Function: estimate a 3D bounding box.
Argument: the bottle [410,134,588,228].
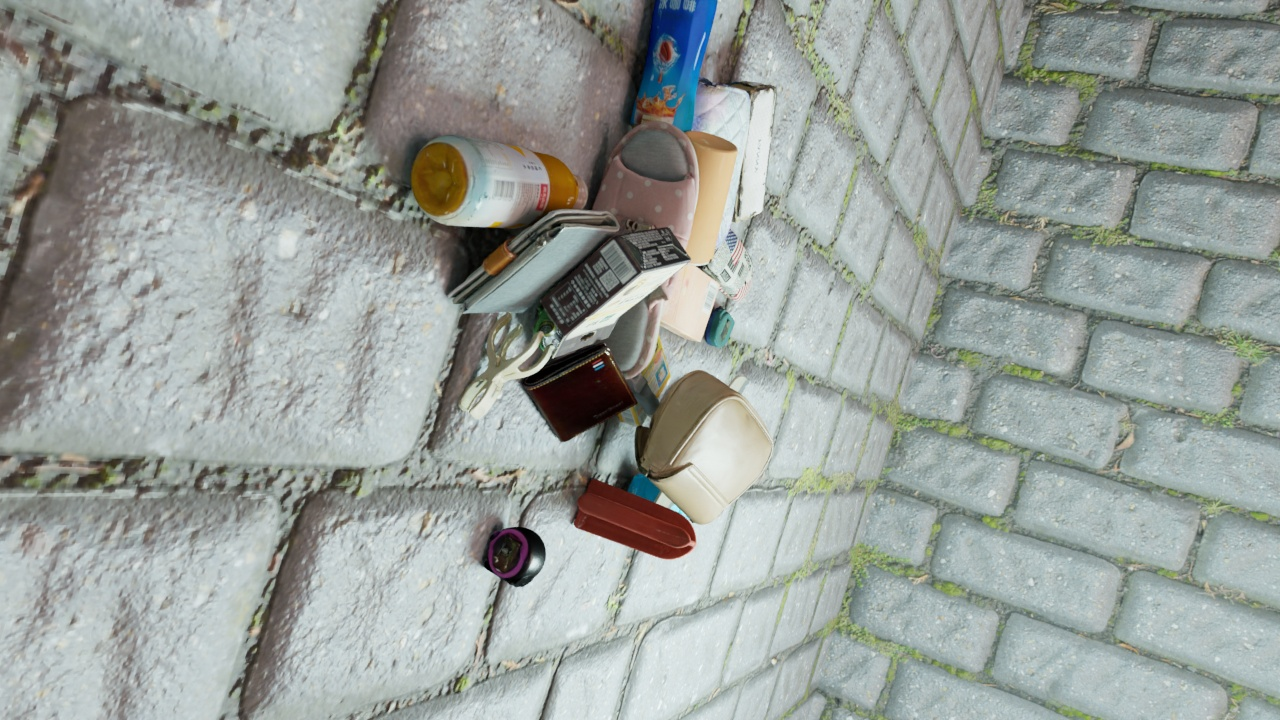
[{"bbox_3d":[-0.107,-0.144,0.761,0.189,0.068,0.068,-12,116,-61],"label":"bottle"}]

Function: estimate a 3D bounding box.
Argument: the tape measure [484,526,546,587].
[{"bbox_3d":[-0.129,0.199,0.942,0.058,0.057,0.039,-63,153,-2],"label":"tape measure"}]

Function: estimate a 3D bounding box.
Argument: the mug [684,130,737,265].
[{"bbox_3d":[0.057,-0.171,0.956,0.078,0.078,0.123,-31,145,-54],"label":"mug"}]

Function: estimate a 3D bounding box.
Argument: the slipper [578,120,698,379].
[{"bbox_3d":[-0.010,-0.106,0.936,0.054,0.114,0.275,-29,137,-60],"label":"slipper"}]

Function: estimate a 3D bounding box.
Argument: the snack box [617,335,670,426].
[{"bbox_3d":[-0.006,0.006,1.096,0.086,0.034,0.140,-58,152,-28],"label":"snack box"}]

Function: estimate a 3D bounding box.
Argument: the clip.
[{"bbox_3d":[-0.116,0.008,0.839,0.035,0.092,0.103,57,43,-58],"label":"clip"}]

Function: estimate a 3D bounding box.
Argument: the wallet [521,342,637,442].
[{"bbox_3d":[-0.061,0.034,0.960,0.096,0.020,0.122,-24,145,1],"label":"wallet"}]

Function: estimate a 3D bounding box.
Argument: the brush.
[{"bbox_3d":[-0.003,0.192,1.083,0.069,0.146,0.063,61,49,-74],"label":"brush"}]

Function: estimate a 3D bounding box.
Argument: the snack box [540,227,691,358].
[{"bbox_3d":[-0.027,-0.066,0.857,0.126,0.053,0.113,-36,174,28],"label":"snack box"}]

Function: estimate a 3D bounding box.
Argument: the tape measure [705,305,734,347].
[{"bbox_3d":[0.114,-0.045,1.312,0.058,0.025,0.054,42,67,-61],"label":"tape measure"}]

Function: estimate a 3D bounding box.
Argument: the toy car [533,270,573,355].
[{"bbox_3d":[-0.080,-0.049,0.909,0.091,0.036,0.043,-68,155,-20],"label":"toy car"}]

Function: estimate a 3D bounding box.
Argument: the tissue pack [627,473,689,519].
[{"bbox_3d":[0.018,0.206,1.229,0.140,0.063,0.090,36,73,-63],"label":"tissue pack"}]

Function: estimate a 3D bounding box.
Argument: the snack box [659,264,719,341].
[{"bbox_3d":[0.053,-0.078,1.167,0.157,0.026,0.084,23,85,-64],"label":"snack box"}]

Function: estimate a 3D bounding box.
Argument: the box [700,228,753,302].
[{"bbox_3d":[0.115,-0.131,1.252,0.164,0.057,0.070,45,48,-63],"label":"box"}]

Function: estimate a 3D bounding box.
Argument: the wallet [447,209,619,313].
[{"bbox_3d":[-0.093,-0.087,0.791,0.130,0.037,0.106,-36,167,27],"label":"wallet"}]

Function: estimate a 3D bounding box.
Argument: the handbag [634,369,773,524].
[{"bbox_3d":[0.071,0.101,1.079,0.147,0.100,0.204,-50,143,-9],"label":"handbag"}]

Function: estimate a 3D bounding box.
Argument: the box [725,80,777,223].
[{"bbox_3d":[0.124,-0.257,1.167,0.089,0.060,0.184,-31,134,-54],"label":"box"}]

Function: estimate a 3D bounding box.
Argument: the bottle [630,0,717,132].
[{"bbox_3d":[0.042,-0.339,0.942,0.065,0.065,0.219,-6,111,-62],"label":"bottle"}]

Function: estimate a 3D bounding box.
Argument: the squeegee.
[{"bbox_3d":[0.021,0.062,1.104,0.246,0.039,0.246,-57,145,-13],"label":"squeegee"}]

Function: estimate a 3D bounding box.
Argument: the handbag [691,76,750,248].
[{"bbox_3d":[0.072,-0.225,1.060,0.134,0.076,0.194,-21,123,-58],"label":"handbag"}]
